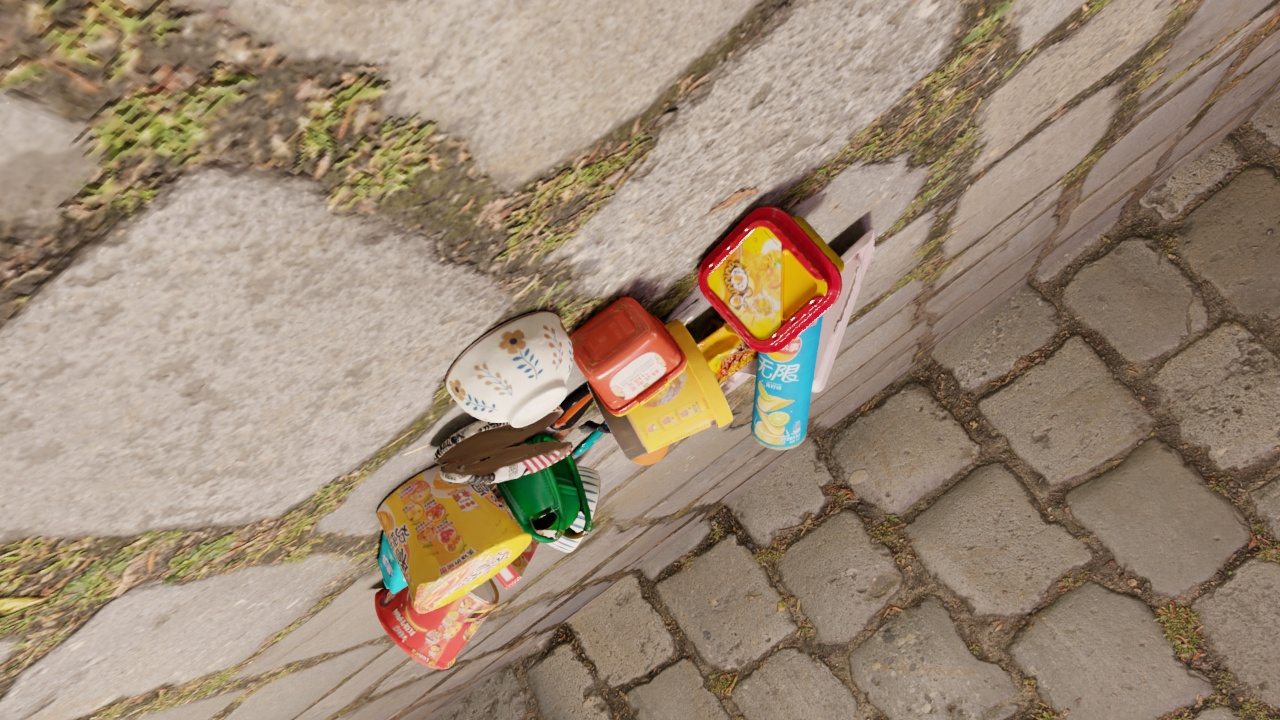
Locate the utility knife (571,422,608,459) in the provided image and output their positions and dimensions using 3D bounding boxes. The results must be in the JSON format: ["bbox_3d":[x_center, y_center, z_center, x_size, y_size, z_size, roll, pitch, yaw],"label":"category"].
[{"bbox_3d":[-0.036,0.080,1.182,0.167,0.013,0.029,-44,167,28],"label":"utility knife"}]

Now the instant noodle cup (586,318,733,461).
[{"bbox_3d":[0.017,0.036,0.930,0.114,0.118,0.118,-29,164,0],"label":"instant noodle cup"}]

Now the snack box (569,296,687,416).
[{"bbox_3d":[-0.014,-0.006,0.851,0.091,0.082,0.080,-37,146,3],"label":"snack box"}]

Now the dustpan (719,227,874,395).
[{"bbox_3d":[0.198,-0.055,1.205,0.222,0.139,0.273,24,86,-76],"label":"dustpan"}]

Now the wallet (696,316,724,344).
[{"bbox_3d":[0.121,-0.036,1.142,0.131,0.031,0.108,-23,159,-34],"label":"wallet"}]

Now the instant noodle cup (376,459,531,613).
[{"bbox_3d":[-0.198,0.176,0.949,0.138,0.110,0.138,-32,165,-10],"label":"instant noodle cup"}]

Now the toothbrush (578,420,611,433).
[{"bbox_3d":[-0.043,0.084,1.123,0.016,0.014,0.189,-32,168,8],"label":"toothbrush"}]

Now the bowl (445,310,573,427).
[{"bbox_3d":[-0.100,0.016,0.777,0.113,0.062,0.113,-34,164,-11],"label":"bowl"}]

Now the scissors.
[{"bbox_3d":[-0.010,0.008,1.012,0.234,0.021,0.220,-40,164,19],"label":"scissors"}]

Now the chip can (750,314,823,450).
[{"bbox_3d":[0.169,0.007,1.061,0.071,0.071,0.211,-27,137,-27],"label":"chip can"}]

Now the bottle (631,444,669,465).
[{"bbox_3d":[0.016,0.080,1.211,0.066,0.066,0.150,-26,154,-29],"label":"bottle"}]

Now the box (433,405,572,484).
[{"bbox_3d":[-0.138,0.075,0.915,0.075,0.082,0.163,-5,-174,36],"label":"box"}]

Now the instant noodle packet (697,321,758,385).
[{"bbox_3d":[0.076,0.010,1.068,0.128,0.044,0.110,-37,157,10],"label":"instant noodle packet"}]

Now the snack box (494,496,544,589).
[{"bbox_3d":[-0.162,0.215,1.117,0.025,0.075,0.152,-38,-176,9],"label":"snack box"}]

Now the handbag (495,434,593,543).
[{"bbox_3d":[-0.106,0.151,1.050,0.068,0.120,0.131,-31,167,4],"label":"handbag"}]

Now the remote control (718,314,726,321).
[{"bbox_3d":[0.136,-0.075,1.066,0.136,0.024,0.053,-16,152,-43],"label":"remote control"}]

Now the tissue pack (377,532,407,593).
[{"bbox_3d":[-0.253,0.217,1.063,0.093,0.050,0.134,-27,163,-31],"label":"tissue pack"}]

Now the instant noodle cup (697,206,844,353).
[{"bbox_3d":[0.137,-0.085,0.902,0.116,0.116,0.123,-45,174,29],"label":"instant noodle cup"}]

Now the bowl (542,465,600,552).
[{"bbox_3d":[-0.107,0.191,1.224,0.066,0.116,0.117,22,136,-17],"label":"bowl"}]

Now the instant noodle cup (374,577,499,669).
[{"bbox_3d":[-0.261,0.314,1.201,0.108,0.138,0.138,-46,163,4],"label":"instant noodle cup"}]
